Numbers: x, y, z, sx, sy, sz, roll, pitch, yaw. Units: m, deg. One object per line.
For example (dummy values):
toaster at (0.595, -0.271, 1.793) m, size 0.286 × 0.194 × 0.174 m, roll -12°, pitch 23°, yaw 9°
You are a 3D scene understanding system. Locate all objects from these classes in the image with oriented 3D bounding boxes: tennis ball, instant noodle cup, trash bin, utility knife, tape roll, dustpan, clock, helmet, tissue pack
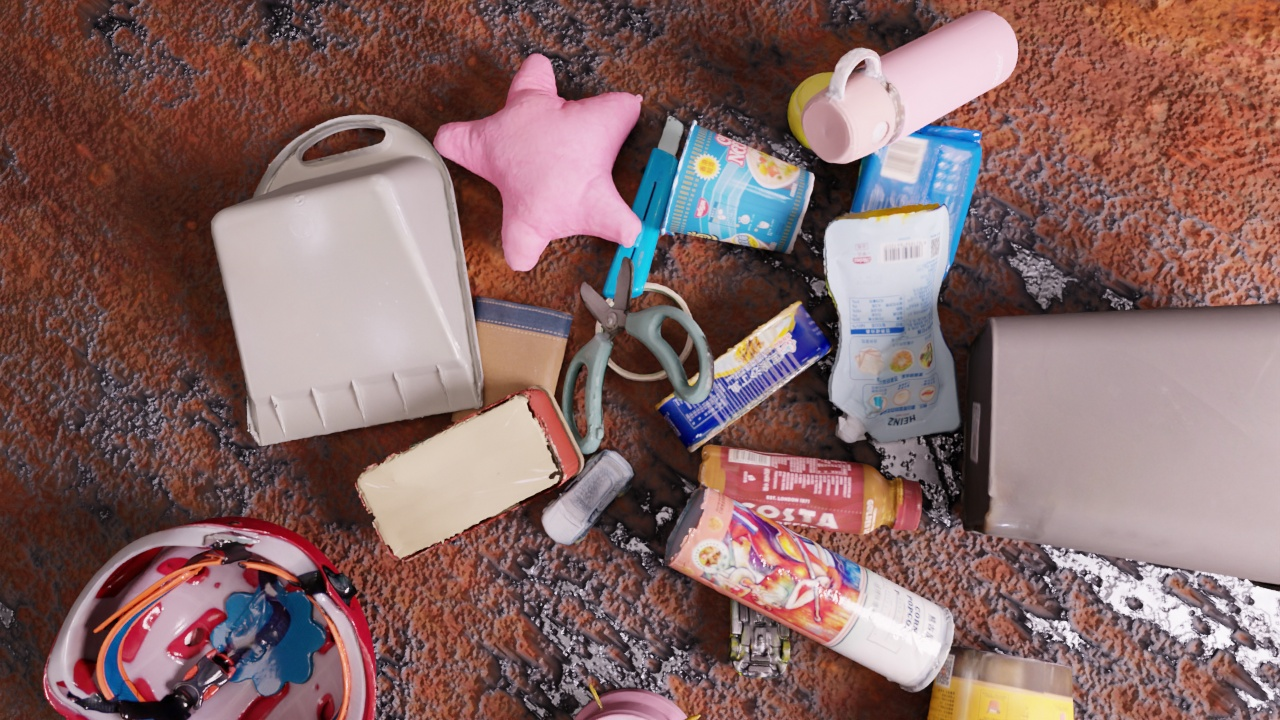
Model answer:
tennis ball at (0.158, -0.210, 0.778) m, size 0.065 × 0.065 × 0.065 m, roll -1°, pitch 82°, yaw 6°
instant noodle cup at (0.263, 0.275, 0.676) m, size 0.118 × 0.118 × 0.114 m, roll 8°, pitch 76°, yaw 7°
trash bin at (0.356, 0.058, 0.663) m, size 0.220 × 0.198 × 0.199 m, roll 2°, pitch 80°, yaw 14°
utility knife at (0.007, -0.135, 0.803) m, size 0.034 × 0.018 × 0.178 m, roll 12°, pitch 76°, yaw 17°
tape roll at (0.004, -0.025, 0.795) m, size 0.086 × 0.014 × 0.085 m, roll -1°, pitch 82°, yaw 7°
dustpan at (-0.256, -0.084, 0.823) m, size 0.223 × 0.142 × 0.258 m, roll -10°, pitch 107°, yaw 11°
clock at (-0.014, 0.343, 0.722) m, size 0.117 × 0.060 × 0.158 m, roll 11°, pitch 85°, yaw 9°
instant noodle cup at (0.082, -0.138, 0.768) m, size 0.110 × 0.099 × 0.099 m, roll 16°, pitch 84°, yaw 0°
helmet at (-0.312, 0.231, 0.734) m, size 0.240 × 0.144 × 0.207 m, roll 42°, pitch 89°, yaw -4°
tissue pack at (0.222, -0.126, 0.766) m, size 0.095 × 0.052 × 0.157 m, roll 16°, pitch 84°, yaw 10°

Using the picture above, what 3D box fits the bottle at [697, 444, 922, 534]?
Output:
bottle at (0.134, 0.106, 0.739) m, size 0.175 × 0.057 × 0.057 m, roll 6°, pitch 83°, yaw 8°

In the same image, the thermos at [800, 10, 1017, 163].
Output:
thermos at (0.214, -0.225, 0.726) m, size 0.198 × 0.087 × 0.067 m, roll -29°, pitch 49°, yaw -26°

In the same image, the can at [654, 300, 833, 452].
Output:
can at (0.085, 0.014, 0.751) m, size 0.148 × 0.074 × 0.049 m, roll -36°, pitch 83°, yaw 1°

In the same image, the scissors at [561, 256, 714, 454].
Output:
scissors at (-0.005, 0.004, 0.743) m, size 0.179 × 0.019 × 0.170 m, roll 17°, pitch 97°, yaw 44°

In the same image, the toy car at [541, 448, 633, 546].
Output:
toy car at (-0.045, 0.116, 0.772) m, size 0.043 × 0.034 × 0.090 m, roll 43°, pitch 90°, yaw 7°

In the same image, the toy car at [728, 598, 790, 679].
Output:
toy car at (0.095, 0.203, 0.744) m, size 0.048 × 0.032 × 0.105 m, roll 2°, pitch 71°, yaw 0°

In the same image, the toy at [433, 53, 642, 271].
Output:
toy at (-0.067, -0.171, 0.793) m, size 0.178 × 0.074 × 0.194 m, roll -35°, pitch 79°, yaw 1°

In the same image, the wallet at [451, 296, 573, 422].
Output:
wallet at (-0.112, 0.006, 0.796) m, size 0.090 × 0.033 × 0.115 m, roll 10°, pitch 84°, yaw 10°

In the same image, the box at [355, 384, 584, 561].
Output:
box at (-0.142, 0.091, 0.746) m, size 0.168 × 0.077 × 0.091 m, roll -27°, pitch 88°, yaw 12°

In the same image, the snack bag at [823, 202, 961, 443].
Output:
snack bag at (0.199, -0.024, 0.726) m, size 0.110 × 0.039 × 0.191 m, roll -12°, pitch 108°, yaw -17°

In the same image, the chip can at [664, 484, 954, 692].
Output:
chip can at (0.126, 0.173, 0.702) m, size 0.214 × 0.071 × 0.071 m, roll 28°, pitch 85°, yaw -3°
